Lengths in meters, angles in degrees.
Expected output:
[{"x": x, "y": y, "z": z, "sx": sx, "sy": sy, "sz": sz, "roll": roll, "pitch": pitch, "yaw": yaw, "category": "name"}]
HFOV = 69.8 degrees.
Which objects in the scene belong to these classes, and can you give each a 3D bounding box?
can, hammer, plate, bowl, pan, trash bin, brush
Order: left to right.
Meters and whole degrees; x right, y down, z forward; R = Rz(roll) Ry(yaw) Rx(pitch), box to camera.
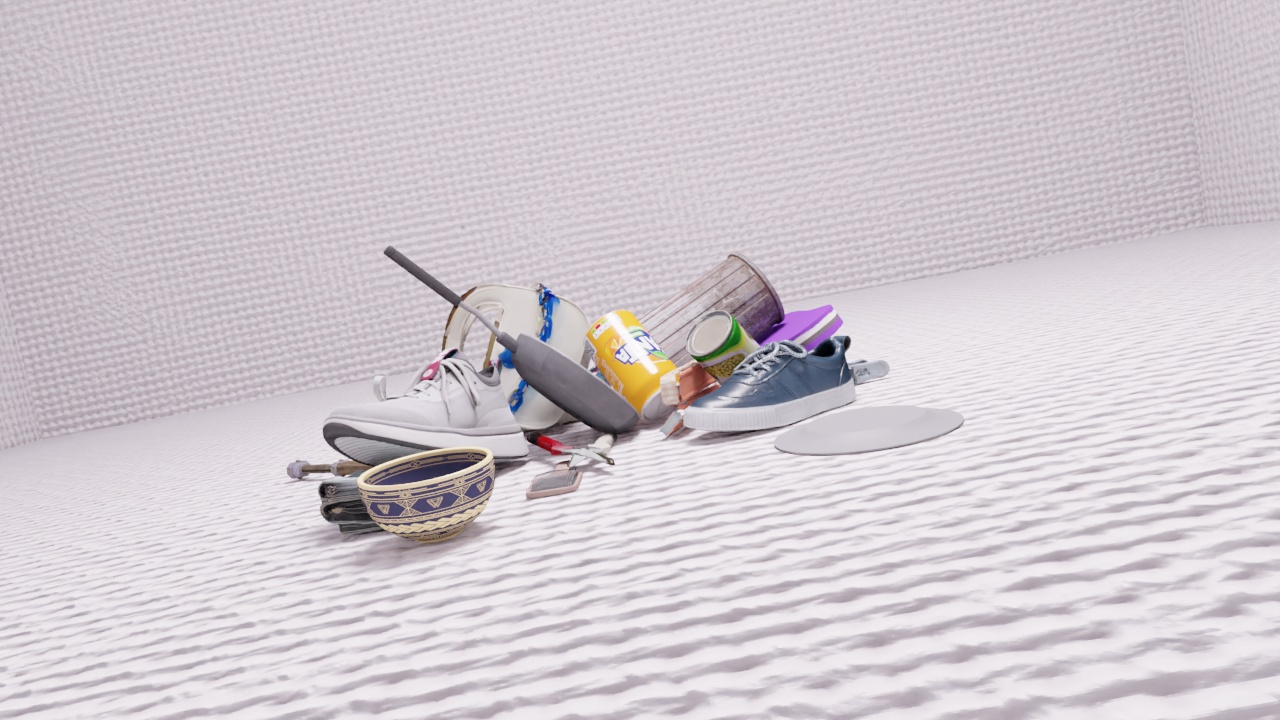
[{"x": -0.333, "y": 0.131, "z": 1.135, "sx": 0.318, "sy": 0.028, "sz": 0.146, "roll": -6, "pitch": 1, "yaw": 36, "category": "hammer"}, {"x": -0.175, "y": 0.118, "z": 0.772, "sx": 0.112, "sy": 0.061, "sz": 0.112, "roll": -9, "pitch": 8, "yaw": 1, "category": "bowl"}, {"x": -0.152, "y": -0.017, "z": 1.076, "sx": 0.041, "sy": 0.357, "sz": 0.179, "roll": -55, "pitch": 18, "yaw": -10, "category": "pan"}, {"x": -0.082, "y": 0.112, "z": 0.918, "sx": 0.050, "sy": 0.015, "sz": 0.135, "roll": -9, "pitch": 5, "yaw": 3, "category": "brush"}, {"x": -0.007, "y": 0.007, "z": 1.164, "sx": 0.079, "sy": 0.142, "sz": 0.079, "roll": -26, "pitch": -34, "yaw": -19, "category": "can"}, {"x": 0.081, "y": -0.042, "z": 1.284, "sx": 0.211, "sy": 0.131, "sz": 0.131, "roll": -36, "pitch": 10, "yaw": -9, "category": "trash bin"}, {"x": 0.114, "y": 0.001, "z": 1.091, "sx": 0.067, "sy": 0.121, "sz": 0.067, "roll": -28, "pitch": 38, "yaw": 25, "category": "can"}, {"x": 0.216, "y": 0.062, "z": 0.882, "sx": 0.178, "sy": 0.012, "sz": 0.178, "roll": -10, "pitch": 5, "yaw": 1, "category": "plate"}]

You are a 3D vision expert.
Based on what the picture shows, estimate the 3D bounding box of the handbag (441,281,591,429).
[{"x": -0.171, "y": -0.011, "z": 1.231, "sx": 0.199, "sy": 0.200, "sz": 0.093, "roll": 14, "pitch": 0, "yaw": 3, "category": "handbag"}]

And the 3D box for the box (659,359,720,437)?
[{"x": 0.063, "y": 0.040, "z": 1.097, "sx": 0.043, "sy": 0.083, "sz": 0.186, "roll": -5, "pitch": 5, "yaw": 21, "category": "box"}]

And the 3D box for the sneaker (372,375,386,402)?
[{"x": -0.322, "y": 0.075, "z": 1.304, "sx": 0.088, "sy": 0.118, "sz": 0.240, "roll": 10, "pitch": 19, "yaw": 19, "category": "sneaker"}]

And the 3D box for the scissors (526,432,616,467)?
[{"x": -0.065, "y": 0.094, "z": 0.995, "sx": 0.194, "sy": 0.015, "sz": 0.179, "roll": 3, "pitch": 5, "yaw": 37, "category": "scissors"}]

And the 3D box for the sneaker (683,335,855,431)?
[{"x": 0.148, "y": 0.023, "z": 1.021, "sx": 0.235, "sy": 0.087, "sz": 0.089, "roll": -13, "pitch": 7, "yaw": -33, "category": "sneaker"}]

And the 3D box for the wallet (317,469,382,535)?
[{"x": -0.241, "y": 0.127, "z": 0.882, "sx": 0.100, "sy": 0.054, "sz": 0.131, "roll": -3, "pitch": 3, "yaw": 0, "category": "wallet"}]

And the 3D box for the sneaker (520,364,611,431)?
[{"x": -0.153, "y": 0.055, "z": 1.309, "sx": 0.235, "sy": 0.079, "sz": 0.087, "roll": -10, "pitch": 5, "yaw": 6, "category": "sneaker"}]

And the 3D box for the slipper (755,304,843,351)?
[{"x": 0.217, "y": -0.009, "z": 1.267, "sx": 0.107, "sy": 0.084, "sz": 0.267, "roll": -38, "pitch": 4, "yaw": -10, "category": "slipper"}]

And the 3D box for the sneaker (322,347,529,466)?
[{"x": -0.220, "y": 0.046, "z": 0.968, "sx": 0.097, "sy": 0.128, "sz": 0.262, "roll": -17, "pitch": -14, "yaw": 31, "category": "sneaker"}]

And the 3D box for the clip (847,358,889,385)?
[{"x": 0.222, "y": 0.024, "z": 1.191, "sx": 0.171, "sy": 0.029, "sz": 0.141, "roll": -13, "pitch": 7, "yaw": -27, "category": "clip"}]
